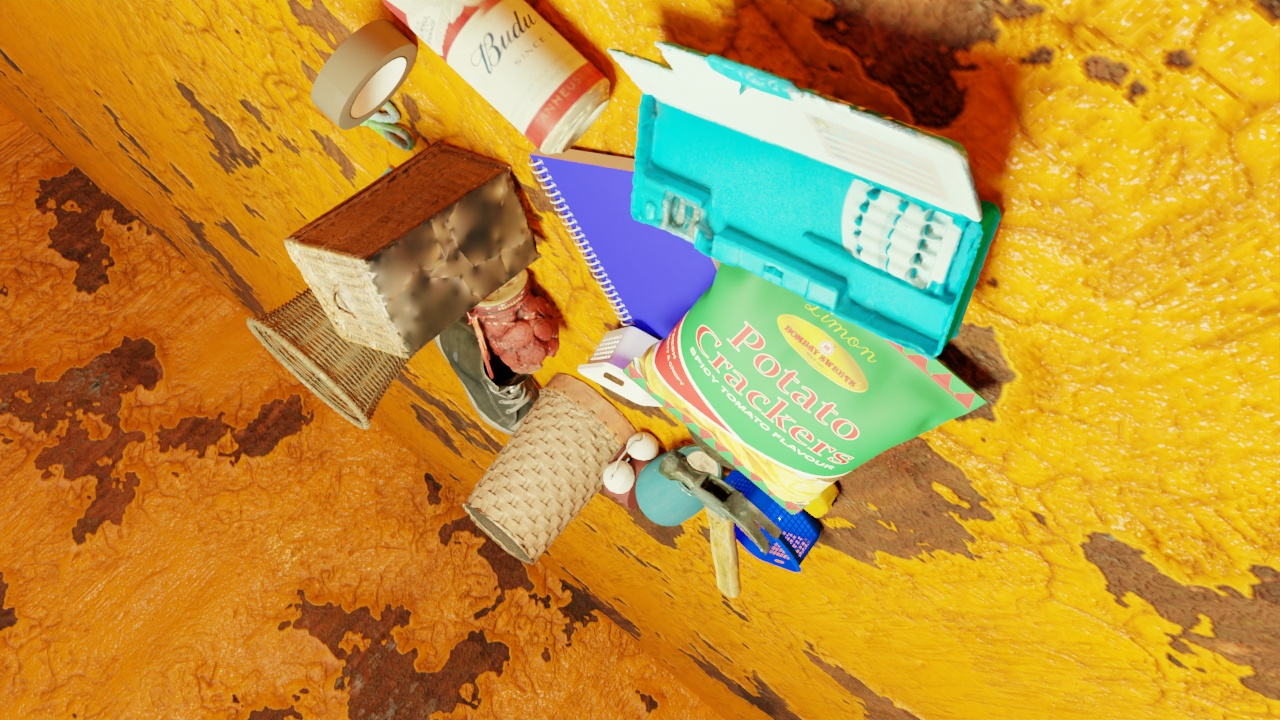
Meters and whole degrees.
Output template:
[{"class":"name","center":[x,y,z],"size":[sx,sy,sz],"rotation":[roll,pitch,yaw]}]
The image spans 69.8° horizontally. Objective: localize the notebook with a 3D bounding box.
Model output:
[{"class":"notebook","center":[0.007,-0.086,0.769],"size":[0.172,0.022,0.209],"rotation":[20,151,41]}]

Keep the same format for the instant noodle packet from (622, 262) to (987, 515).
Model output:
[{"class":"instant noodle packet","center":[0.104,0.018,0.699],"size":[0.195,0.090,0.253],"rotation":[40,146,0]}]

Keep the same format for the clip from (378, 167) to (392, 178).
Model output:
[{"class":"clip","center":[-0.240,-0.169,1.027],"size":[0.127,0.028,0.113],"rotation":[39,165,-1]}]

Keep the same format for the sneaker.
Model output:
[{"class":"sneaker","center":[-0.176,0.029,1.235],"size":[0.120,0.095,0.235],"rotation":[22,145,45]}]

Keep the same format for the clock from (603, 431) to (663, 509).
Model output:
[{"class":"clock","center":[-0.008,0.139,1.166],"size":[0.044,0.087,0.125],"rotation":[31,162,26]}]

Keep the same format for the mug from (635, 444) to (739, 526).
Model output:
[{"class":"mug","center":[0.063,0.146,1.081],"size":[0.112,0.084,0.104],"rotation":[15,154,-13]}]

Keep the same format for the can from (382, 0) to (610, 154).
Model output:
[{"class":"can","center":[-0.099,-0.217,0.617],"size":[0.170,0.067,0.067],"rotation":[43,160,-5]}]

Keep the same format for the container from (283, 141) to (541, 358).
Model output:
[{"class":"container","center":[-0.202,-0.104,0.847],"size":[0.113,0.198,0.114],"rotation":[19,140,37]}]

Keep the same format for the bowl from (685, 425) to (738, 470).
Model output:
[{"class":"bowl","center":[0.086,0.069,0.896],"size":[0.121,0.056,0.121],"rotation":[35,159,15]}]

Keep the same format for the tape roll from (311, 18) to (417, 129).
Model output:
[{"class":"tape roll","center":[-0.230,-0.238,0.765],"size":[0.030,0.093,0.094],"rotation":[43,160,-6]}]

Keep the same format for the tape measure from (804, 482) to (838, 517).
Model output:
[{"class":"tape measure","center":[0.165,0.122,0.905],"size":[0.068,0.030,0.059],"rotation":[37,160,2]}]

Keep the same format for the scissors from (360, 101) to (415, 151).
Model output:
[{"class":"scissors","center":[-0.292,-0.252,0.964],"size":[0.176,0.033,0.072],"rotation":[26,158,45]}]

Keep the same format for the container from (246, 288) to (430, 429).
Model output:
[{"class":"container","center":[-0.420,-0.045,1.354],"size":[0.227,0.195,0.227],"rotation":[35,159,15]}]

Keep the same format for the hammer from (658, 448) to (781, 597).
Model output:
[{"class":"hammer","center":[0.096,0.208,1.035],"size":[0.132,0.033,0.331],"rotation":[30,158,23]}]

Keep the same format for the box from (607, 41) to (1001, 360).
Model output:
[{"class":"box","center":[0.084,-0.110,0.518],"size":[0.227,0.073,0.181],"rotation":[29,157,27]}]

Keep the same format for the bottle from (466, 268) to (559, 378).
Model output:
[{"class":"bottle","center":[-0.146,-0.041,1.024],"size":[0.099,0.098,0.111],"rotation":[24,150,38]}]

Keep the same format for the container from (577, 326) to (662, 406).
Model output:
[{"class":"container","center":[-0.005,0.005,0.898],"size":[0.080,0.049,0.129],"rotation":[29,171,-14]}]

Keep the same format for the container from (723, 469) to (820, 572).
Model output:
[{"class":"container","center":[0.139,0.171,1.010],"size":[0.114,0.058,0.096],"rotation":[50,158,-25]}]

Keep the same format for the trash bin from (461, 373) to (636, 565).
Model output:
[{"class":"trash bin","center":[-0.122,0.142,1.194],"size":[0.151,0.209,0.151],"rotation":[35,158,16]}]
